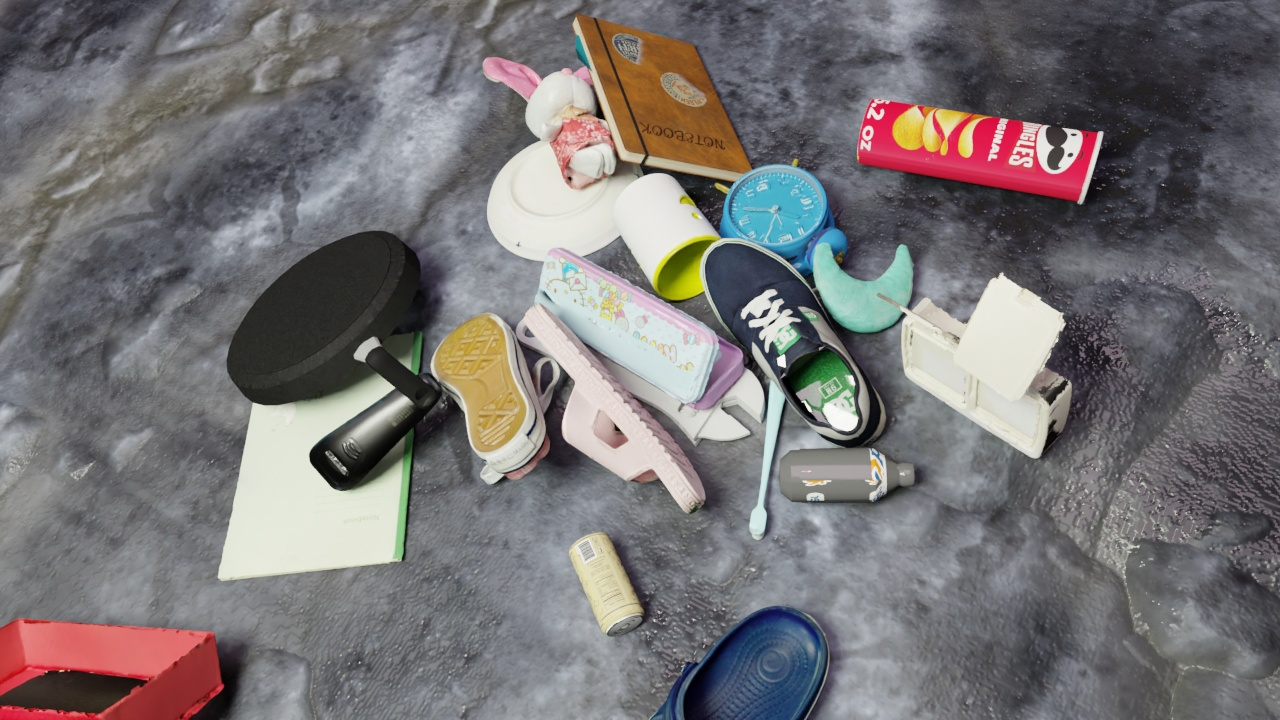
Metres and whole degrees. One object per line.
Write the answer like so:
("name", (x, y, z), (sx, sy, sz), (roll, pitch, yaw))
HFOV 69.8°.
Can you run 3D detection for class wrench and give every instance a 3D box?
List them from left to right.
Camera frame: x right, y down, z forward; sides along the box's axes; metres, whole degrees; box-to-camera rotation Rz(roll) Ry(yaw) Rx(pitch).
("wrench", (-0.005, 0.005, 0.892), (0.273, 0.018, 0.086), (25, 67, 26))

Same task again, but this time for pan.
("pan", (-0.290, -0.030, 0.900), (0.225, 0.034, 0.357), (-46, 41, -14))

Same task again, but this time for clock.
("clock", (0.142, -0.126, 0.913), (0.117, 0.060, 0.161), (-18, 59, 0))

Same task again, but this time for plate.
("plate", (-0.087, -0.192, 1.020), (0.182, 0.034, 0.182), (-6, 58, 9))

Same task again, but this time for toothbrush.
("toothbrush", (0.116, 0.075, 0.823), (0.016, 0.016, 0.180), (4, 58, 16))

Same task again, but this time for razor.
("razor", (-0.243, 0.062, 0.853), (0.151, 0.067, 0.054), (-40, 98, 9))

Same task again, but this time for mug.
("mug", (0.028, -0.125, 0.925), (0.082, 0.083, 0.106), (-28, 56, -5))

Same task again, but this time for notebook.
("notebook", (-0.311, 0.088, 0.911), (0.182, 0.010, 0.252), (-7, 58, 7))
("notebook", (0.014, -0.298, 1.015), (0.178, 0.014, 0.249), (4, 51, -29))

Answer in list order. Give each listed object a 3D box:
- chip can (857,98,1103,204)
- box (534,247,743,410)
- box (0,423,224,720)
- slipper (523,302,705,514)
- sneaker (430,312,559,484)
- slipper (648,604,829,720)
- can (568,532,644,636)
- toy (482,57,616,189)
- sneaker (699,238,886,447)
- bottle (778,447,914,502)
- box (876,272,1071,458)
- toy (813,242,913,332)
("chip can", (0.334, -0.212, 0.919), (0.221, 0.069, 0.069), (16, 63, 21))
("box", (-0.010, -0.030, 0.867), (0.214, 0.096, 0.077), (31, 88, 32))
("box", (-0.480, 0.169, 0.687), (0.214, 0.326, 0.152), (-1, 27, 13))
("slipper", (-0.035, 0.051, 0.816), (0.064, 0.094, 0.239), (-43, 72, 4))
("sneaker", (-0.128, 0.038, 0.859), (0.118, 0.088, 0.241), (-38, 36, 2))
("slipper", (0.048, 0.280, 0.667), (0.105, 0.095, 0.252), (30, 66, 24))
("can", (-0.029, 0.188, 0.771), (0.038, 0.038, 0.079), (-26, 57, -5))
("toy", (-0.078, -0.263, 0.992), (0.159, 0.084, 0.194), (-4, 52, -25))
("sneaker", (0.128, -0.025, 0.813), (0.084, 0.079, 0.235), (-40, 68, 12))
("bottle", (0.174, 0.097, 0.777), (0.112, 0.047, 0.046), (-2, 58, 11))
("box", (0.260, 0.001, 0.730), (0.068, 0.191, 0.143), (-43, 53, -14))
("toy", (0.211, -0.068, 0.862), (0.105, 0.033, 0.085), (-2, 86, -18))
